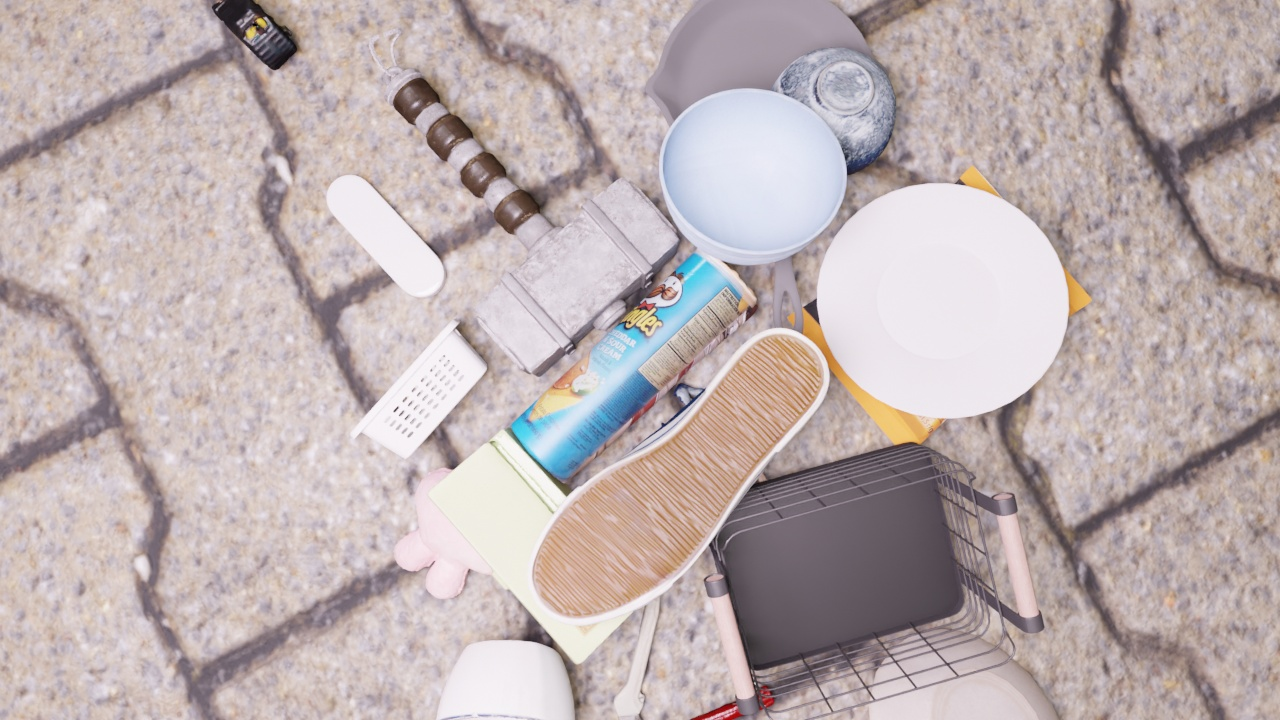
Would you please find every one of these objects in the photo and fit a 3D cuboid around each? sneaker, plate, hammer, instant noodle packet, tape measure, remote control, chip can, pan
[{"bbox_3d":[0.028,0.095,0.751,0.294,0.127,0.120,-43,80,-7],"label":"sneaker"},{"bbox_3d":[0.258,-0.053,0.793,0.209,0.015,0.208,-1,78,6],"label":"plate"},{"bbox_3d":[-0.131,-0.154,0.799,0.177,0.079,0.326,-42,87,-3],"label":"hammer"},{"bbox_3d":[0.268,-0.045,0.820,0.220,0.032,0.160,-39,85,-3],"label":"instant noodle packet"},{"bbox_3d":[-0.335,-0.291,0.811,0.038,0.062,0.067,-45,51,-3],"label":"tape measure"},{"bbox_3d":[0.279,0.310,0.752,0.188,0.027,0.188,10,53,-13],"label":"plate"},{"bbox_3d":[-0.229,-0.112,0.828,0.043,0.013,0.136,-43,88,-3],"label":"remote control"},{"bbox_3d":[-0.005,0.005,0.794,0.229,0.080,0.080,-43,88,-2],"label":"chip can"},{"bbox_3d":[0.118,-0.186,0.821,0.216,0.024,0.354,-4,81,-1],"label":"pan"}]

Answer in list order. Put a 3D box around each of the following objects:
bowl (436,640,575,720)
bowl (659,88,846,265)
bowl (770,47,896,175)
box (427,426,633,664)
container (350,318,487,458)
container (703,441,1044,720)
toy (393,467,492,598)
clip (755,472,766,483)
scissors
[{"bbox_3d":[-0.109,0.276,0.763,0.116,0.116,0.065,3,57,-1],"label":"bowl"},{"bbox_3d":[0.088,-0.140,0.757,0.150,0.075,0.150,0,71,-1],"label":"bowl"},{"bbox_3d":[0.167,-0.220,0.783,0.114,0.061,0.114,0,82,0],"label":"bowl"},{"bbox_3d":[-0.073,0.142,0.767,0.188,0.130,0.064,48,130,3],"label":"box"},{"bbox_3d":[-0.184,0.027,0.791,0.049,0.081,0.129,42,87,-10],"label":"container"},{"bbox_3d":[0.173,0.177,0.746,0.241,0.130,0.163,-15,96,-2],"label":"container"},{"bbox_3d":[-0.162,0.155,0.798,0.108,0.053,0.105,41,102,0],"label":"toy"},{"bbox_3d":[0.108,0.114,0.816,0.041,0.024,0.060,-45,96,0],"label":"clip"},{"bbox_3d":[0.014,0.296,0.808,0.199,0.015,0.179,-17,88,-1],"label":"scissors"}]
